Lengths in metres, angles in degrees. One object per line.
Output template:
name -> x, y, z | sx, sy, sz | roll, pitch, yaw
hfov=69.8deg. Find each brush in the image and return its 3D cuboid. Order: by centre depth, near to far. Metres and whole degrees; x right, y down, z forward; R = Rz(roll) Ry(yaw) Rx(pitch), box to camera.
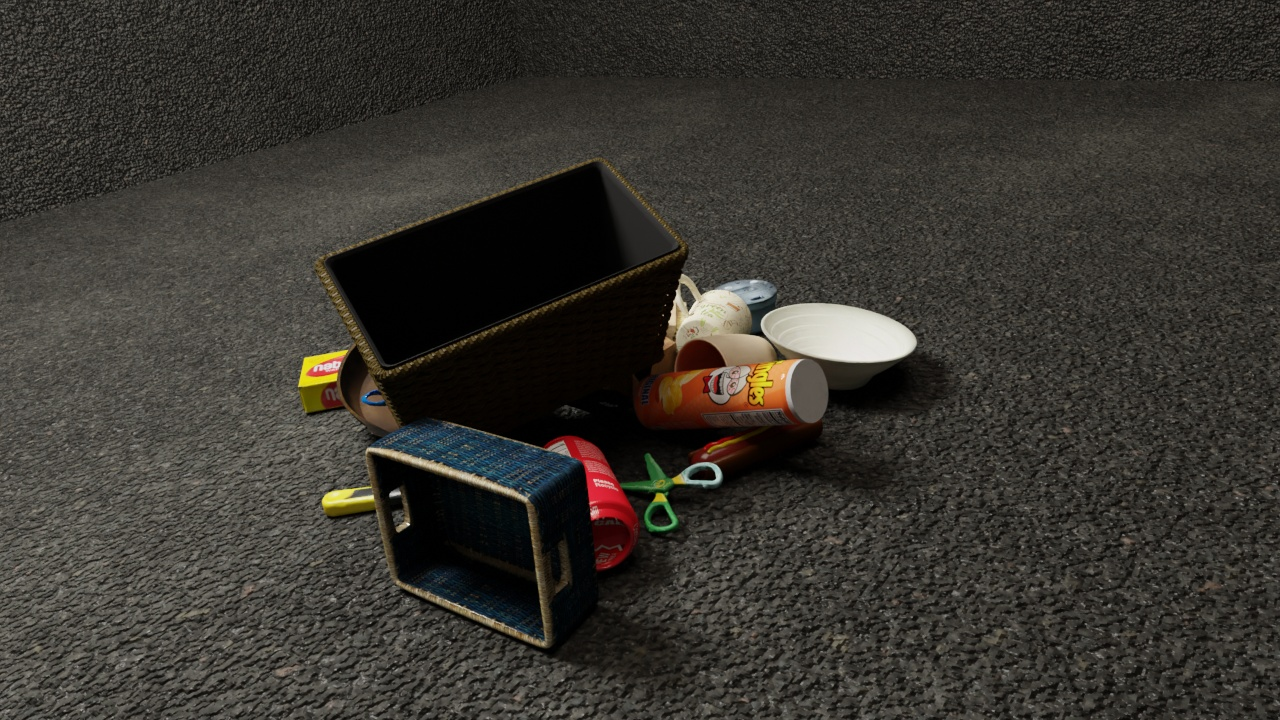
brush -> 0.041, -0.047, 1.221 | 0.039, 0.049, 0.117 | 11, 26, -5

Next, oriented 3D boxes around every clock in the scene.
clock -> 0.136, -0.077, 1.255 | 0.088, 0.052, 0.124 | -18, 27, -20

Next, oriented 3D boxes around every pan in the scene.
pan -> -0.182, 0.031, 1.084 | 0.356, 0.043, 0.247 | 11, 44, 16

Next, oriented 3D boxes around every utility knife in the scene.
utility knife -> -0.240, 0.136, 0.946 | 0.171, 0.020, 0.028 | -8, 27, -4

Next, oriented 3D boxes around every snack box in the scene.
snack box -> -0.336, 0.013, 1.194 | 0.200, 0.042, 0.092 | -11, 27, -9

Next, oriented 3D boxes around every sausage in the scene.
sausage -> 0.119, 0.084, 0.939 | 0.155, 0.040, 0.040 | -19, 28, -23

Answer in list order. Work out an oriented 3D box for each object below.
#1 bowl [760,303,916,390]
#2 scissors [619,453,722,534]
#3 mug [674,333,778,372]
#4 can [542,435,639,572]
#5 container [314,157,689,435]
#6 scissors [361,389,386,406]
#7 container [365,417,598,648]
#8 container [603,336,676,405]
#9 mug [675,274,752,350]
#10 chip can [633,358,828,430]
bowl -> 0.226, -0.009, 1.070 | 0.176, 0.058, 0.176 | 3, 24, -1
scissors -> 0.028, 0.118, 0.892 | 0.119, 0.012, 0.128 | -29, 30, 1
mug -> 0.113, 0.012, 1.034 | 0.112, 0.085, 0.104 | 12, 17, 42
can -> -0.053, 0.130, 0.846 | 0.074, 0.074, 0.142 | -13, 26, -13
container -> -0.132, -0.036, 0.954 | 0.320, 0.205, 0.176 | -25, 54, -20
scissors -> -0.252, 0.040, 1.038 | 0.135, 0.016, 0.086 | 15, 41, 14
container -> -0.131, 0.138, 0.768 | 0.188, 0.145, 0.071 | 11, 27, 32
container -> -0.006, 0.006, 1.111 | 0.061, 0.063, 0.113 | 21, 36, 32
mug -> 0.077, -0.054, 1.131 | 0.081, 0.122, 0.097 | -26, 8, 28
chip can -> 0.087, 0.038, 0.944 | 0.211, 0.062, 0.062 | -7, 18, 46
